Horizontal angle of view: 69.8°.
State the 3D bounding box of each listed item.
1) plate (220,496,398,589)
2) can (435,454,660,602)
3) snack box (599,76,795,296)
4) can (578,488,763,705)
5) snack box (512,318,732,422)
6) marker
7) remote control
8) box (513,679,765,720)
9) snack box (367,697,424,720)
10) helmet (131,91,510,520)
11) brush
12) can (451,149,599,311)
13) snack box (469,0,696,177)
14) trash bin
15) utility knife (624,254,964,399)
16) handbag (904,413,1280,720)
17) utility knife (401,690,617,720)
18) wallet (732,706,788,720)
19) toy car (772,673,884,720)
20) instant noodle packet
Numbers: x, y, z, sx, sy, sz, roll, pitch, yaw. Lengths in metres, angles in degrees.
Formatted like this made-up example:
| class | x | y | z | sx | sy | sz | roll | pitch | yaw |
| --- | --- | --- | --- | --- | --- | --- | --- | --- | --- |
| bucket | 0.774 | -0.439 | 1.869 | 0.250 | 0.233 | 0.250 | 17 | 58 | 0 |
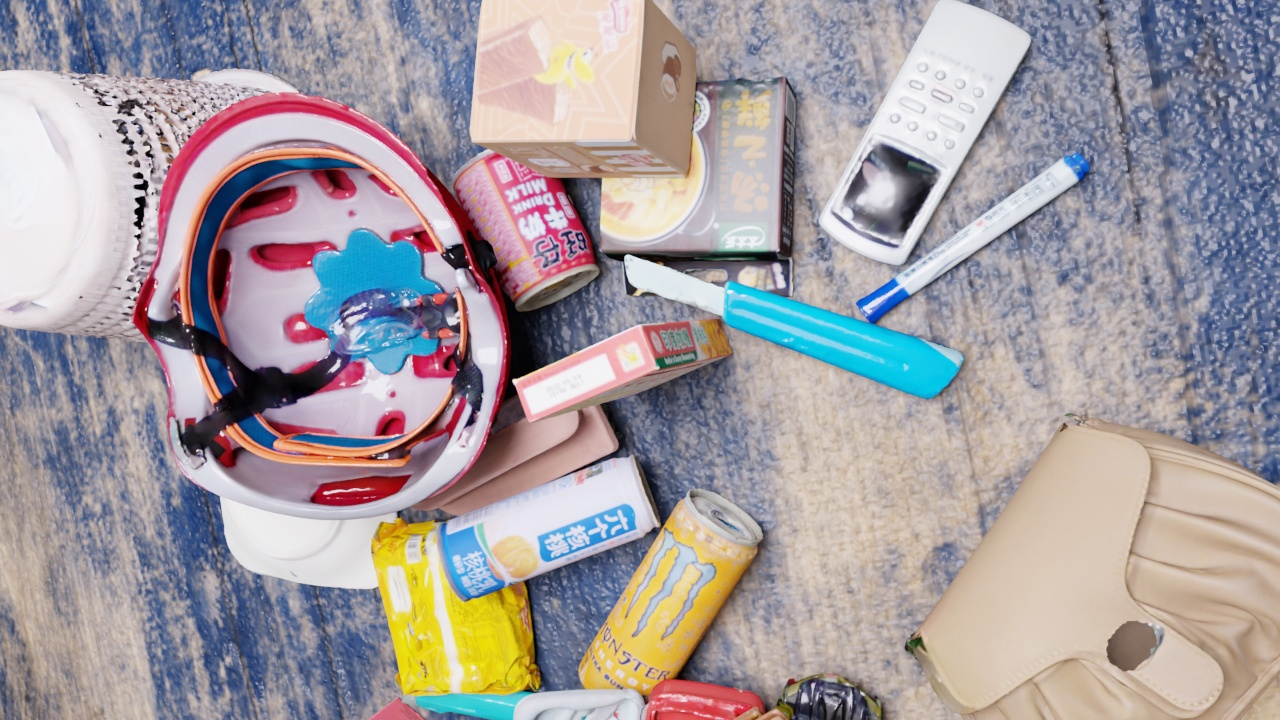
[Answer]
| class | x | y | z | sx | sy | sz | roll | pitch | yaw |
| --- | --- | --- | --- | --- | --- | --- | --- | --- | --- |
| plate | -0.259 | 0.092 | 0.689 | 0.164 | 0.034 | 0.163 | 2 | 95 | 18 |
| can | -0.058 | 0.106 | 0.584 | 0.134 | 0.053 | 0.053 | -21 | 88 | 2 |
| snack box | 0.036 | -0.104 | 0.566 | 0.113 | 0.053 | 0.125 | 1 | 90 | 19 |
| can | 0.018 | 0.156 | 0.586 | 0.058 | 0.058 | 0.146 | 33 | 104 | 14 |
| snack box | -0.003 | 0.003 | 0.529 | 0.077 | 0.155 | 0.027 | -23 | 86 | 19 |
| marker | 0.190 | -0.069 | 0.530 | 0.146 | 0.016 | 0.017 | -37 | 83 | 18 |
| remote control | 0.162 | -0.130 | 0.532 | 0.058 | 0.021 | 0.150 | 30 | 103 | 14 |
| box | -0.006 | 0.291 | 0.580 | 0.160 | 0.049 | 0.201 | 4 | 110 | -2 |
| snack box | -0.217 | 0.315 | 0.645 | 0.044 | 0.127 | 0.113 | 38 | 106 | 12 |
| helmet | -0.178 | -0.030 | 0.565 | 0.207 | 0.144 | 0.240 | -8 | 94 | 6 |
| brush | -0.088 | 0.060 | 0.608 | 0.146 | 0.073 | 0.063 | -28 | 86 | 21 |
| can | -0.073 | -0.086 | 0.592 | 0.067 | 0.066 | 0.094 | -28 | 85 | 19 |
| snack box | -0.028 | -0.149 | 0.511 | 0.094 | 0.092 | 0.077 | 5 | 91 | 21 |
| trash bin | -0.338 | -0.100 | 0.618 | 0.228 | 0.191 | 0.227 | 2 | 95 | 18 |
| utility knife | 0.087 | -0.024 | 0.548 | 0.208 | 0.018 | 0.034 | 19 | 106 | 4 |
| handbag | 0.247 | 0.135 | 0.484 | 0.148 | 0.099 | 0.205 | 34 | 101 | 17 |
| utility knife | -0.094 | 0.248 | 0.656 | 0.178 | 0.013 | 0.029 | 2 | 99 | 20 |
| wallet | 0.080 | 0.267 | 0.534 | 0.119 | 0.035 | 0.130 | -36 | 102 | 16 |
| toy car | 0.111 | 0.272 | 0.573 | 0.070 | 0.042 | 0.158 | 9 | 100 | 14 |
| instant noodle packet | -0.129 | 0.170 | 0.646 | 0.111 | 0.044 | 0.128 | -6 | 96 | 13 |
